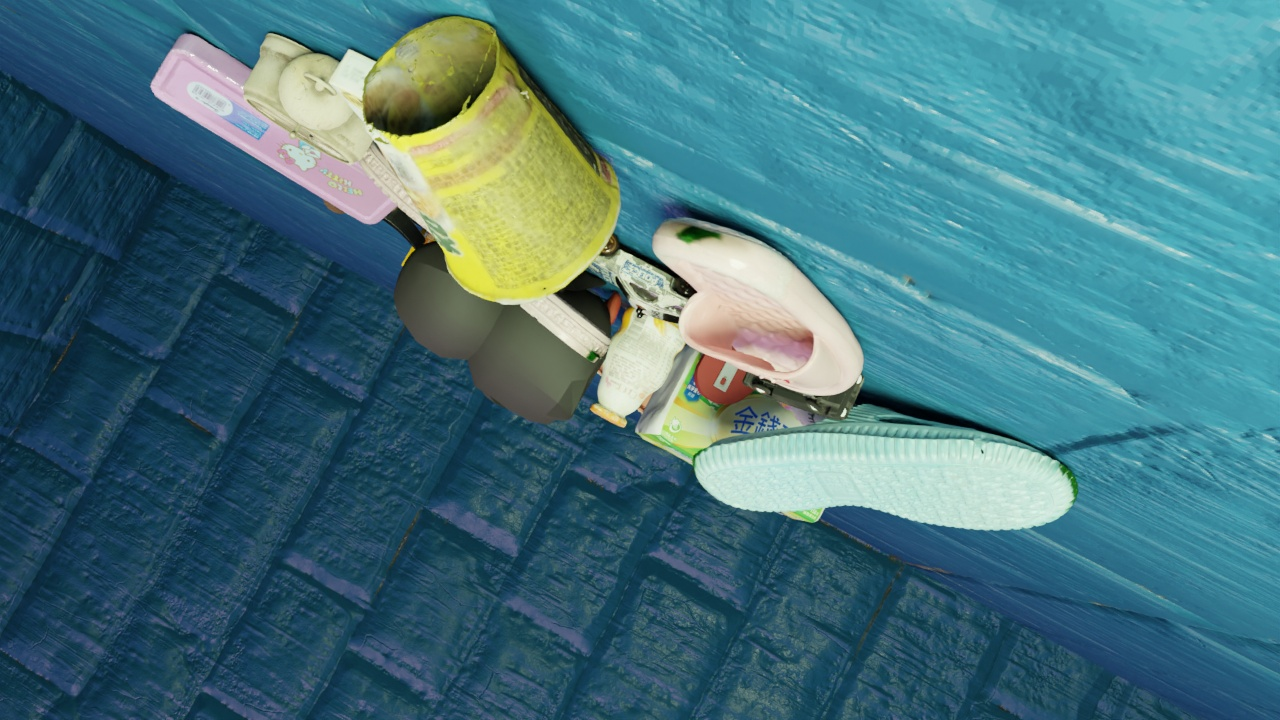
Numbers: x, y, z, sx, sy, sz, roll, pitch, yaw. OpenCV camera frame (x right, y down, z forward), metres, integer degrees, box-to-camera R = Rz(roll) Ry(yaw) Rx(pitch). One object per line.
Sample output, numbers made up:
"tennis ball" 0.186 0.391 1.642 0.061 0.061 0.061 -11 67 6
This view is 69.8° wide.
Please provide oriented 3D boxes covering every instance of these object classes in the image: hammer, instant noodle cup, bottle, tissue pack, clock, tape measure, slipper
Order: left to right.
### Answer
"clock" -0.213 -0.167 0.600 0.093 0.054 0.141 31 175 -22
"hammer" -0.323 -0.182 1.057 0.132 0.040 0.306 35 172 -26
"instant noodle cup" -0.072 -0.094 0.430 0.102 0.102 0.108 25 164 30
"slipper" -0.105 -0.094 0.681 0.239 0.064 0.094 41 180 13
"bottle" -0.005 0.005 0.821 0.063 0.108 0.063 28 175 3
"tape measure" 0.078 0.014 0.802 0.059 0.051 0.019 29 174 -5
"tissue pack" 0.095 0.073 0.937 0.197 0.120 0.141 36 169 -11
"slipper" 0.070 -0.021 0.544 0.107 0.055 0.221 23 171 28
"slipper" 0.170 0.072 0.678 0.277 0.069 0.116 -3 145 29

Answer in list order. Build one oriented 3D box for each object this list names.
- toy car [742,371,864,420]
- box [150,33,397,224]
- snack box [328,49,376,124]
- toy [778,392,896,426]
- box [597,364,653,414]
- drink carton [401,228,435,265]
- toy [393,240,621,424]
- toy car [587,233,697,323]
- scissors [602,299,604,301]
"toy car" 0.119 0.015 0.673 0.092 0.040 0.037 19 170 45
"box" -0.315 -0.196 0.806 0.214 0.062 0.140 32 176 -30
"snack box" -0.106 -0.131 0.556 0.150 0.026 0.082 26 174 10
"toy" 0.158 0.045 0.758 0.125 0.037 0.076 17 161 27
"box" 0.025 0.049 1.111 0.187 0.054 0.077 42 141 -1
"drink carton" -0.197 -0.101 1.029 0.122 0.058 0.040 27 174 15
"toy" -0.125 -0.030 0.793 0.184 0.159 0.139 29 -150 -17
"toy car" -0.001 -0.054 0.651 0.113 0.040 0.048 28 173 6
"scissors" -0.087 -0.079 0.965 0.113 0.013 0.141 32 175 -35
